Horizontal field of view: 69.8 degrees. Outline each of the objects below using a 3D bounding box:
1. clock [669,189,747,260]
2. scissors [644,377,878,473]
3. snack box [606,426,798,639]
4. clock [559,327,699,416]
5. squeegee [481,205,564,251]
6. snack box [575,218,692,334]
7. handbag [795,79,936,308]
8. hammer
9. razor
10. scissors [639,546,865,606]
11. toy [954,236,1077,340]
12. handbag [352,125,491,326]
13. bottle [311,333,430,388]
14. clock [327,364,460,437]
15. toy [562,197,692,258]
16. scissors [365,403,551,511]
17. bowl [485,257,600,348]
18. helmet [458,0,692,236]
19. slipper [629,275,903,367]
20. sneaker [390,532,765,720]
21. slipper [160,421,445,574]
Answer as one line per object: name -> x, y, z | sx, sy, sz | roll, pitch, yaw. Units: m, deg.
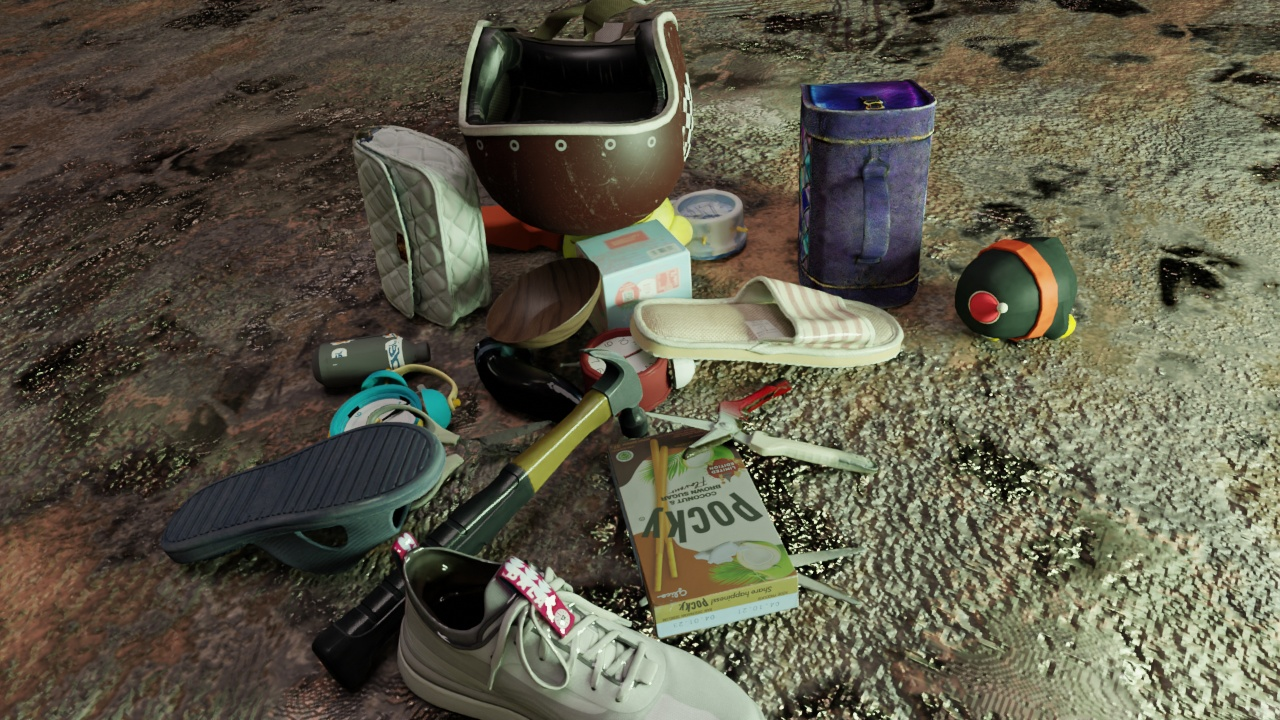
clock -> 0.071, -0.163, 1.060 | 0.088, 0.052, 0.125 | -19, 37, -14
scissors -> 0.109, 0.060, 0.765 | 0.179, 0.015, 0.199 | 26, 28, 18
snack box -> 0.041, 0.121, 0.704 | 0.101, 0.032, 0.185 | -12, 33, -6
clock -> -0.005, 0.005, 0.862 | 0.124, 0.044, 0.087 | -26, 43, -22
squeegee -> -0.147, -0.158, 1.074 | 0.185, 0.055, 0.249 | 10, 47, -5
snack box -> -0.006, -0.075, 0.923 | 0.093, 0.095, 0.079 | -19, 40, -15
handbag -> 0.226, -0.176, 0.938 | 0.125, 0.205, 0.221 | -1, 33, 6
hammer -> -0.110, 0.109, 0.707 | 0.025, 0.118, 0.332 | 23, 52, 34
razor -> -0.096, 0.020, 0.849 | 0.141, 0.053, 0.063 | 24, 54, 30
scissors -> 0.082, 0.159, 0.683 | 0.164, 0.014, 0.141 | -27, 40, -23
toy -> 0.343, -0.063, 0.857 | 0.119, 0.100, 0.097 | -20, 43, -19
handbag -> -0.231, -0.135, 0.947 | 0.139, 0.195, 0.072 | 25, 45, 30
bottle -> -0.263, -0.001, 0.901 | 0.112, 0.047, 0.047 | -9, 39, -3
clock -> -0.227, 0.052, 0.836 | 0.099, 0.044, 0.129 | 21, 53, 29
toy -> -0.022, -0.175, 1.026 | 0.149, 0.084, 0.213 | -19, 51, 17
scissors -> -0.163, 0.071, 0.795 | 0.153, 0.013, 0.163 | 42, 67, 7
bowl -> -0.085, -0.047, 0.860 | 0.119, 0.032, 0.119 | -19, 37, 15
helmet -> -0.052, -0.246, 0.870 | 0.234, 0.253, 0.233 | 4, 9, 16
slipper -> 0.122, -0.038, 0.860 | 0.262, 0.052, 0.115 | 0, 34, -11
sneaker -> -0.045, 0.182, 0.579 | 0.263, 0.129, 0.096 | 13, 43, 20
slipper -> -0.256, 0.122, 0.730 | 0.264, 0.082, 0.101 | -16, 36, 19
